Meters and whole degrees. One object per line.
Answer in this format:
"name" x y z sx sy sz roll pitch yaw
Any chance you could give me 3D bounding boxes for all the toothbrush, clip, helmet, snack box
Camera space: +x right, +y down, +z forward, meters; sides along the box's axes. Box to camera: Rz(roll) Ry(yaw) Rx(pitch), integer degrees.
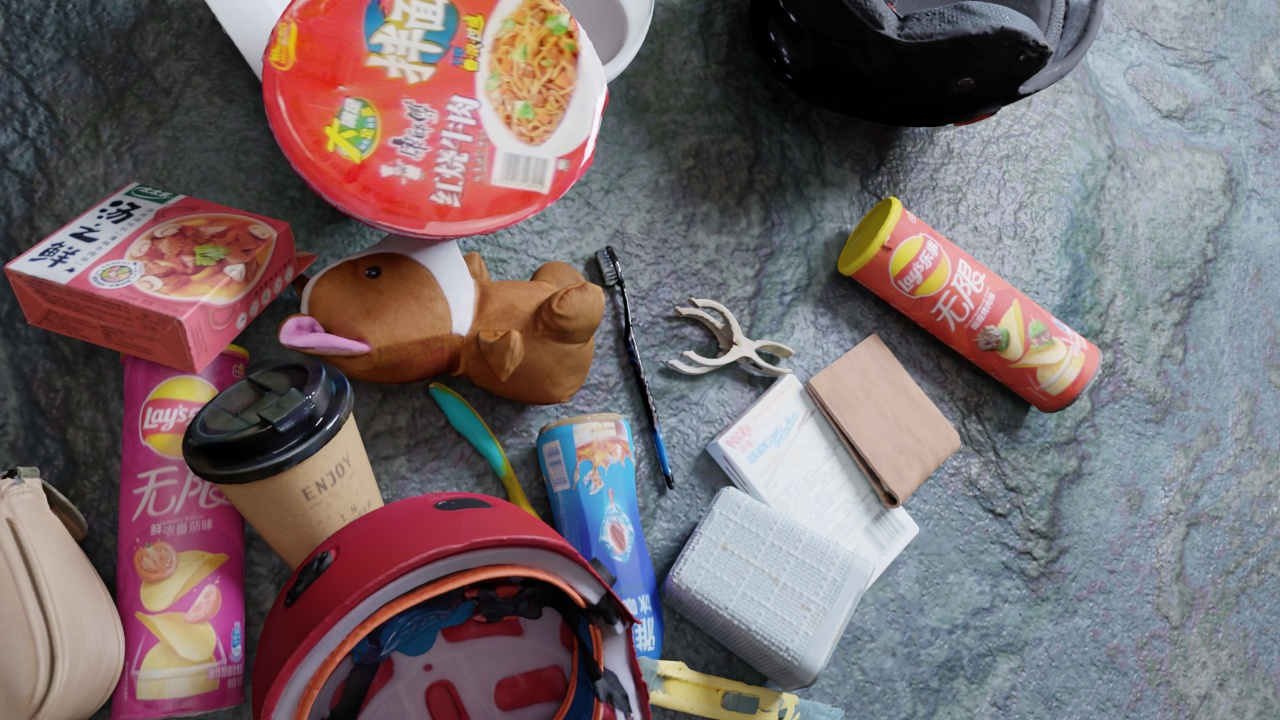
"toothbrush" -0.004 0.004 0.678 0.016 0.014 0.189 -12 80 -19
"clip" 0.066 -0.022 0.696 0.103 0.035 0.092 -9 80 -24
"helmet" 0.220 -0.299 0.715 0.274 0.231 0.233 3 84 -27
"helmet" -0.115 0.161 0.505 0.206 0.144 0.240 -26 126 -22
"snack box" -0.276 -0.059 0.544 0.113 0.044 0.126 15 41 9
"snack box" 0.130 0.096 0.688 0.084 0.027 0.157 -40 90 -22

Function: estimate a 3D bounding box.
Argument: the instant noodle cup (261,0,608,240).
"instant noodle cup" -0.120 -0.149 0.552 0.193 0.066 0.193 4 72 -11

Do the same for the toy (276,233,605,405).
"toy" -0.125 -0.033 0.593 0.199 0.140 0.130 0 102 -14

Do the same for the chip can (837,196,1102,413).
"chip can" 0.266 -0.042 0.744 0.216 0.073 0.073 35 68 -7

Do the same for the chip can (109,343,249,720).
"chip can" -0.268 0.096 0.537 0.071 0.072 0.210 -1 76 -18

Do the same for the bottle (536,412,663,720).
"bottle" -0.021 0.146 0.606 0.065 0.065 0.218 -7 78 -19

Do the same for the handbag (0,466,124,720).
"handbag" -0.378 0.143 0.469 0.204 0.100 0.147 -12 84 -3

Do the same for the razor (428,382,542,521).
"razor" -0.104 0.069 0.620 0.028 0.043 0.132 -25 78 -41

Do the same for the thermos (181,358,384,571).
"thermos" -0.193 0.070 0.529 0.092 0.093 0.143 -32 130 -22

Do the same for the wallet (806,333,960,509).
"wallet" 0.189 0.043 0.710 0.101 0.020 0.115 -29 81 -40

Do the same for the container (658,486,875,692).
"container" 0.080 0.150 0.617 0.111 0.090 0.089 32 68 9

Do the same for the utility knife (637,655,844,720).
"utility knife" 0.069 0.227 0.613 0.196 0.020 0.031 25 84 -37

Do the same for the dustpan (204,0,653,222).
"dustpan" -0.122 -0.250 0.618 0.222 0.143 0.256 55 43 2
